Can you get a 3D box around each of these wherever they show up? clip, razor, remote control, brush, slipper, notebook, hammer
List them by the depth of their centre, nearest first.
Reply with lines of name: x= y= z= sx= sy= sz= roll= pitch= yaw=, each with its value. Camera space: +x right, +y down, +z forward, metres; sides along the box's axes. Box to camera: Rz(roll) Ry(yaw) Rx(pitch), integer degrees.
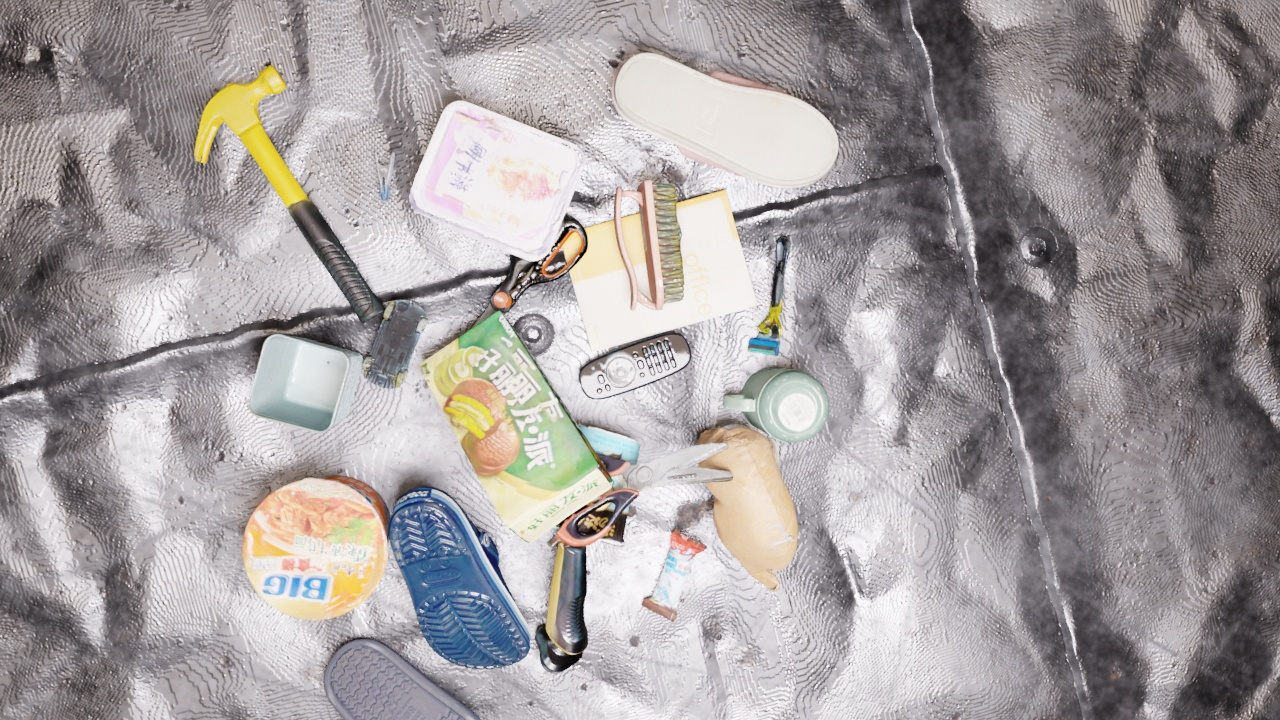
hammer: x=-0.386 y=-0.175 z=1.036 sx=0.129 sy=0.033 sz=0.301 roll=-33 pitch=95 yaw=-2
slipper: x=-0.208 y=0.243 z=1.040 sx=0.105 sy=0.095 sz=0.253 roll=-18 pitch=116 yaw=9
clip: x=-0.294 y=-0.211 z=1.047 sx=0.028 sy=0.024 sz=0.057 roll=-1 pitch=89 yaw=-9
brush: x=0.010 y=-0.129 z=1.047 sx=0.073 sy=0.063 sz=0.145 roll=-6 pitch=93 yaw=-8
razor: x=-0.088 y=0.278 z=1.058 sx=0.068 sy=0.062 sz=0.168 roll=18 pitch=110 yaw=33
slipper: x=0.097 y=-0.276 z=1.062 sx=0.274 sy=0.054 sz=0.114 roll=17 pitch=91 yaw=-8
slipper: x=-0.249 y=0.427 z=1.062 sx=0.268 sy=0.083 sz=0.110 roll=39 pitch=78 yaw=12
remote control: x=-0.006 y=0.006 z=1.082 sx=0.136 sy=0.024 sz=0.053 roll=-20 pitch=96 yaw=-3
notebook: x=0.022 y=-0.106 z=1.085 sx=0.206 sy=0.010 sz=0.146 roll=-15 pitch=92 yaw=-4
razor: x=0.161 y=-0.077 z=1.095 sx=0.043 sy=0.022 sz=0.142 roll=9 pitch=88 yaw=38

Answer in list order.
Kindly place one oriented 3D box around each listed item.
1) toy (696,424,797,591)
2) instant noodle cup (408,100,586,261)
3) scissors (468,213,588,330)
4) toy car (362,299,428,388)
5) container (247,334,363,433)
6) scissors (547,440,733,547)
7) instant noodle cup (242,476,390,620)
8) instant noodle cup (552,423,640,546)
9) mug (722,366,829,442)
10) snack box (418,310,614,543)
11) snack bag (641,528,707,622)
toy: x=0.128 y=0.181 z=1.045 sx=0.082 sy=0.143 sz=0.226 roll=-20 pitch=106 yaw=-15
instant noodle cup: x=-0.155 y=-0.196 z=1.028 sx=0.173 sy=0.060 sz=0.138 roll=23 pitch=91 yaw=9
scissors: x=-0.141 y=-0.071 z=1.063 sx=0.125 sy=0.021 sz=0.235 roll=20 pitch=91 yaw=5
toy car: x=-0.280 y=-0.020 z=1.053 sx=0.049 sy=0.031 sz=0.105 roll=22 pitch=92 yaw=-6
container: x=-0.361 y=0.023 z=1.008 sx=0.090 sy=0.111 sz=0.090 roll=16 pitch=90 yaw=-6
scissors: x=-0.014 y=0.137 z=0.986 sx=0.197 sy=0.015 sz=0.213 roll=30 pitch=78 yaw=17
instant noodle cup: x=-0.347 y=0.196 z=1.018 sx=0.151 sy=0.111 sz=0.151 roll=0 pitch=93 yaw=-5
instant noodle cup: x=-0.054 y=0.139 z=1.048 sx=0.111 sy=0.111 sz=0.120 roll=17 pitch=84 yaw=-6
mug: x=0.153 y=0.049 z=1.057 sx=0.111 sy=0.106 sz=0.082 roll=2 pitch=93 yaw=-5
snack box: x=-0.138 y=0.067 z=0.994 sx=0.114 sy=0.063 sz=0.240 roll=-34 pitch=59 yaw=-2
snack bag: x=0.040 y=0.257 z=1.098 sx=0.048 sy=0.026 sz=0.104 roll=25 pitch=90 yaw=6
